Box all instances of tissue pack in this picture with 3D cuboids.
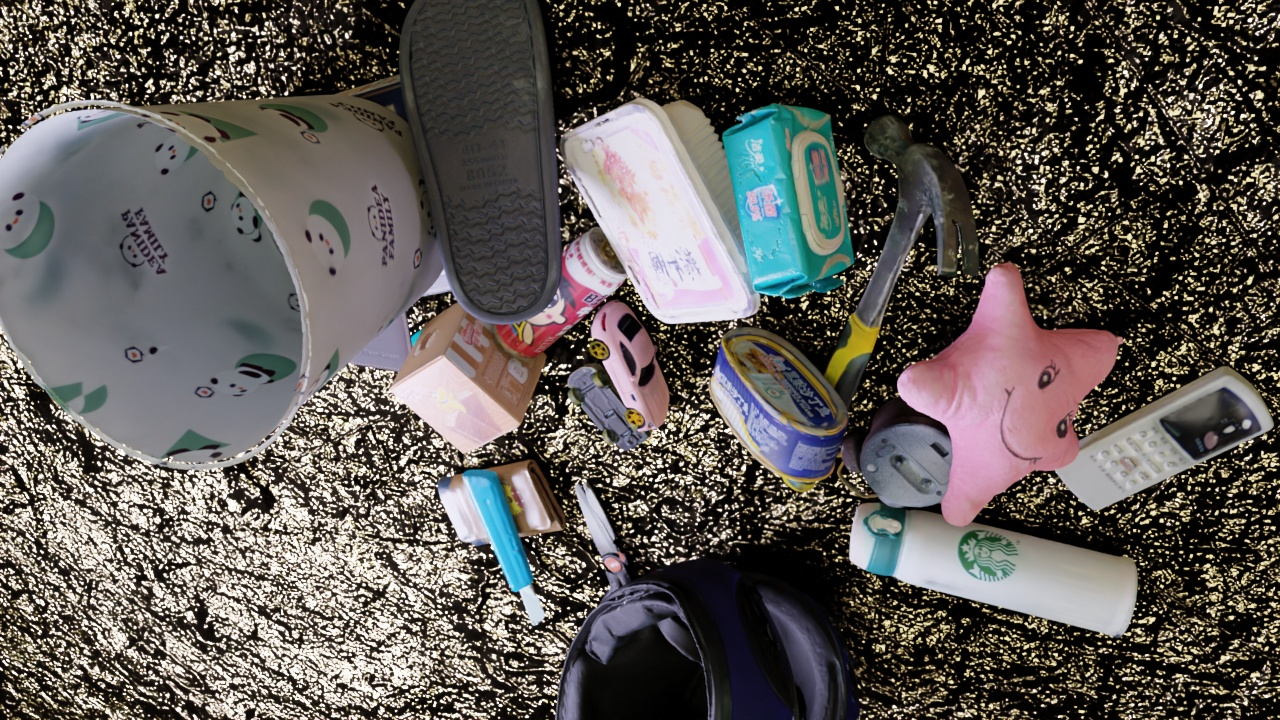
[{"bbox_3d":[0.108,-0.110,0.646,0.050,0.093,0.133,-7,99,36],"label":"tissue pack"}]

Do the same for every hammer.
[{"bbox_3d":[0.167,-0.013,0.708,0.031,0.126,0.324,-5,133,-21],"label":"hammer"}]

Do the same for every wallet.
[{"bbox_3d":[-0.254,-0.045,0.833,0.096,0.020,0.122,12,128,13],"label":"wallet"},{"bbox_3d":[-0.145,0.150,0.955,0.115,0.033,0.090,-14,113,23],"label":"wallet"}]

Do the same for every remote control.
[{"bbox_3d":[0.398,0.063,0.706,0.058,0.021,0.150,44,125,-9],"label":"remote control"}]

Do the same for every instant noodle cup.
[{"bbox_3d":[0.027,-0.116,0.689,0.138,0.060,0.173,-1,126,57],"label":"instant noodle cup"}]

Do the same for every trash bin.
[{"bbox_3d":[-0.267,-0.081,0.654,0.230,0.251,0.230,6,114,14],"label":"trash bin"}]

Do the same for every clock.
[{"bbox_3d":[0.217,0.080,0.763,0.082,0.055,0.122,42,125,-8],"label":"clock"}]

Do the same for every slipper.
[{"bbox_3d":[-0.117,-0.161,0.707,0.110,0.083,0.268,-7,94,-3],"label":"slipper"}]

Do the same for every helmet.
[{"bbox_3d":[0.079,0.304,0.833,0.240,0.247,0.316,1,141,-31],"label":"helmet"}]

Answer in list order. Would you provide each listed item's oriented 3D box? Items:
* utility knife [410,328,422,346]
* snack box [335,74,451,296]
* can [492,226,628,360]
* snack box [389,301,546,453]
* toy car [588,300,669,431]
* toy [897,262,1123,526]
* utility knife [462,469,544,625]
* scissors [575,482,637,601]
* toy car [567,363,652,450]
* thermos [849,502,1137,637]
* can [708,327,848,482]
[{"bbox_3d":[-0.161,-0.042,0.855,0.224,0.013,0.029,-28,109,34],"label":"utility knife"},{"bbox_3d":[-0.217,-0.143,0.795,0.183,0.045,0.178,-7,117,24],"label":"snack box"},{"bbox_3d":[-0.067,-0.056,0.787,0.053,0.053,0.133,46,124,-10],"label":"can"},{"bbox_3d":[-0.153,0.011,0.825,0.077,0.092,0.094,-28,120,32],"label":"snack box"},{"bbox_3d":[-0.005,0.005,0.800,0.037,0.056,0.122,-12,116,33],"label":"toy car"},{"bbox_3d":[0.276,0.017,0.672,0.178,0.074,0.195,-30,118,-7],"label":"toy"},{"bbox_3d":[-0.135,0.196,0.944,0.034,0.018,0.194,-14,111,7],"label":"utility knife"},{"bbox_3d":[-0.037,0.224,0.963,0.143,0.021,0.235,-31,106,33],"label":"scissors"},{"bbox_3d":[-0.028,0.040,0.842,0.042,0.035,0.090,-33,104,31],"label":"toy car"},{"bbox_3d":[0.292,0.172,0.782,0.224,0.073,0.073,12,123,14],"label":"thermos"},{"bbox_3d":[0.107,0.031,0.729,0.074,0.148,0.049,-3,125,-22],"label":"can"}]
